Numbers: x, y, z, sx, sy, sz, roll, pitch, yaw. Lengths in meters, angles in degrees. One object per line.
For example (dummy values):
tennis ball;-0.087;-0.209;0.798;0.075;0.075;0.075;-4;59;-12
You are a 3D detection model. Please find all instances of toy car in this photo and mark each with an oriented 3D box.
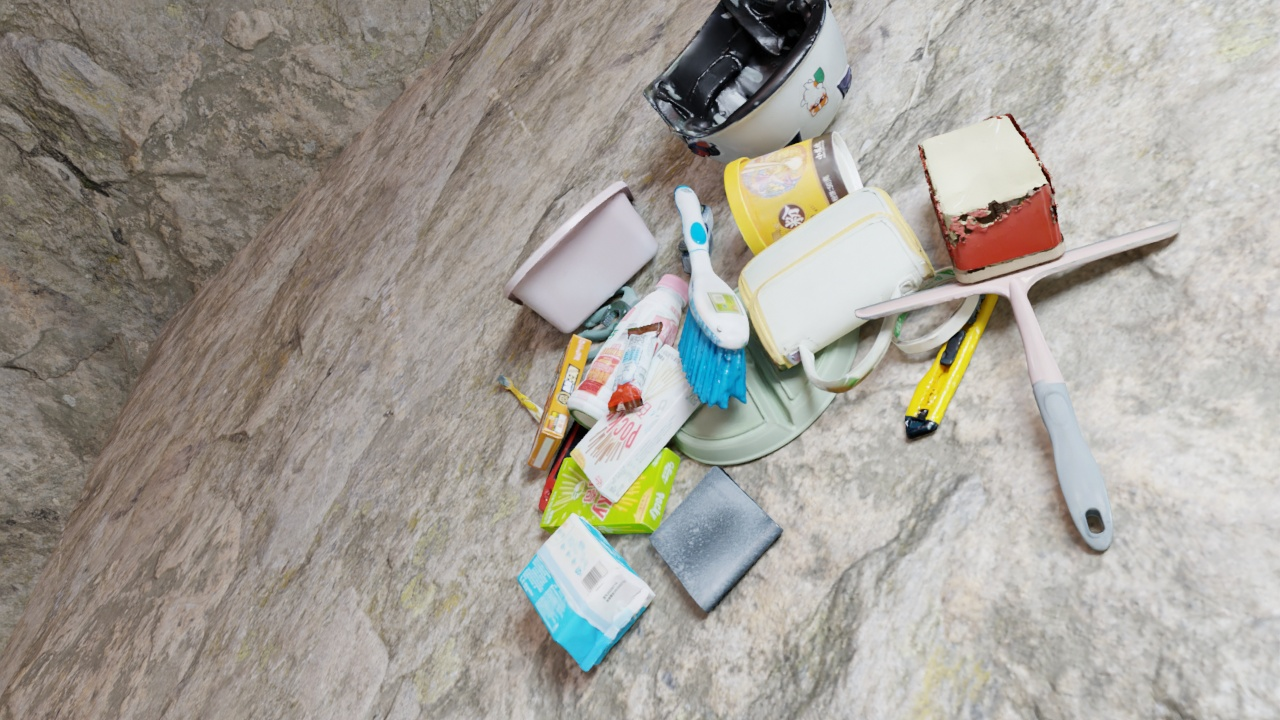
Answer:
toy car;0.070;-0.145;1.097;0.034;0.043;0.090;6;61;21

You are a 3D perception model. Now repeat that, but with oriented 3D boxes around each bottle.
bottle;-0.006;-0.010;1.029;0.068;0.068;0.196;5;57;52

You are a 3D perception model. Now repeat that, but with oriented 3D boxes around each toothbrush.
toothbrush;-0.148;0.052;1.175;0.016;0.018;0.191;-53;33;-2

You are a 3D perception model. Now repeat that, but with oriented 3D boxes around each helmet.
helmet;0.144;-0.318;1.078;0.230;0.157;0.274;-52;36;3

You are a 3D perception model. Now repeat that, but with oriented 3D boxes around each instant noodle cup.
instant noodle cup;0.164;-0.171;0.949;0.115;0.118;0.118;-20;42;26

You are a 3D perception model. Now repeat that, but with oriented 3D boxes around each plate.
plate;0.110;-0.001;0.914;0.231;0.027;0.229;-30;38;27

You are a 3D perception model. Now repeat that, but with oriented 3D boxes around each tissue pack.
tissue pack;-0.052;0.213;0.855;0.090;0.063;0.140;-50;34;-3

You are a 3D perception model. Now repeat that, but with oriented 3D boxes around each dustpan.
dustpan;-0.093;-0.157;1.192;0.222;0.139;0.273;-45;30;0

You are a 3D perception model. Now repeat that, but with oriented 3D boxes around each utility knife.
utility knife;0.264;-0.019;0.759;0.033;0.015;0.195;9;63;51

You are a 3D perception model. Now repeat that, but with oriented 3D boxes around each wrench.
wrench;-0.061;0.048;1.064;0.056;0.016;0.272;-6;57;47

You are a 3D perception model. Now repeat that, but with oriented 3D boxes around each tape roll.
tape roll;0.250;-0.043;0.785;0.086;0.014;0.085;-44;21;22

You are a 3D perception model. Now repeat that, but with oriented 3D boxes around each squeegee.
squeegee;0.288;0.014;0.650;0.248;0.040;0.249;-16;51;19

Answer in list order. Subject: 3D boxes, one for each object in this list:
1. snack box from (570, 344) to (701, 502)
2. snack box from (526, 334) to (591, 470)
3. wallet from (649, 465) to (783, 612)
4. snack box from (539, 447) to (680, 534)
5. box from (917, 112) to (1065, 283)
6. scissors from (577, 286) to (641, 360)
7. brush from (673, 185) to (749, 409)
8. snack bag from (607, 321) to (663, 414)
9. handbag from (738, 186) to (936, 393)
snack box;0.001;0.061;0.931;0.157;0.027;0.085;-49;32;0
snack box;-0.095;0.048;1.072;0.075;0.026;0.153;120;168;-47
wallet;0.064;0.155;0.819;0.097;0.019;0.121;-47;31;0
snack box;-0.034;0.137;0.946;0.157;0.026;0.085;-11;49;44
box;0.283;-0.145;0.762;0.091;0.080;0.168;-16;30;19
scissors;-0.016;-0.071;1.147;0.186;0.019;0.131;-31;37;24
brush;0.062;-0.077;0.930;0.314;0.060;0.110;-104;17;-60
snack bag;-0.006;0.006;0.944;0.048;0.026;0.104;-13;45;34
handbag;0.178;-0.057;0.818;0.164;0.063;0.178;-33;41;19
